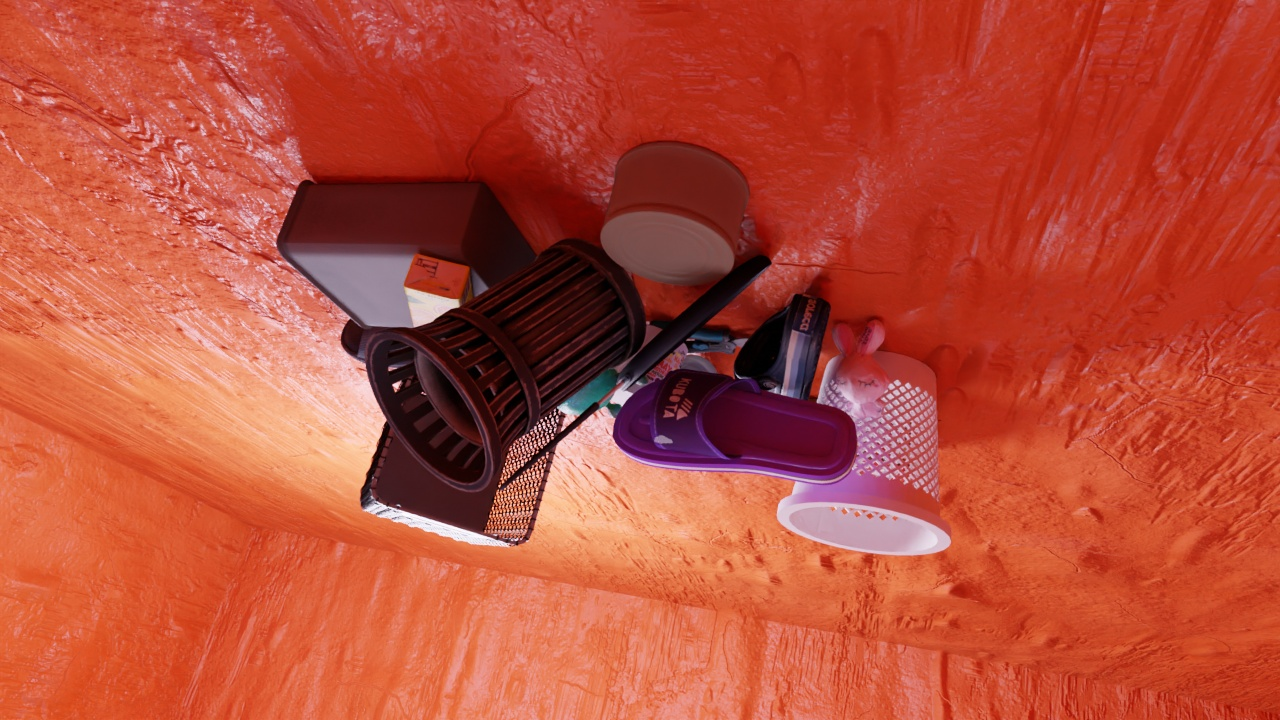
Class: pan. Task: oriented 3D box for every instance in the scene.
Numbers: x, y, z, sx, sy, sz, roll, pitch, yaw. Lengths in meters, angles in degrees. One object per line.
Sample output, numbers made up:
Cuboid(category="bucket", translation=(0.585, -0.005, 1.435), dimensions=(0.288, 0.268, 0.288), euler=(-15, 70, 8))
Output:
Cuboid(category="pan", translation=(-0.004, 0.007, 0.897), dimensions=(0.021, 0.355, 0.199), euler=(49, 157, 2))

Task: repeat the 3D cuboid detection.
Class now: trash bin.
Cuboid(category="trash bin", translation=(-0.115, -0.009, 0.871), dimensions=(0.164, 0.226, 0.164), euler=(28, 137, 29))
Cuboid(category="trash bin", translation=(0.276, 0.107, 1.096), dimensions=(0.195, 0.199, 0.196), euler=(11, 157, 5))
Cuboid(category="trash bin", translation=(-0.246, -0.111, 1.013), dimensions=(0.220, 0.097, 0.192), euler=(3, 155, 19))

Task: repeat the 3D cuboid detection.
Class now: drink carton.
Cuboid(category="drink carton", translation=(-0.205, -0.056, 0.950), dimensions=(0.058, 0.042, 0.135), euler=(14, 155, -1))

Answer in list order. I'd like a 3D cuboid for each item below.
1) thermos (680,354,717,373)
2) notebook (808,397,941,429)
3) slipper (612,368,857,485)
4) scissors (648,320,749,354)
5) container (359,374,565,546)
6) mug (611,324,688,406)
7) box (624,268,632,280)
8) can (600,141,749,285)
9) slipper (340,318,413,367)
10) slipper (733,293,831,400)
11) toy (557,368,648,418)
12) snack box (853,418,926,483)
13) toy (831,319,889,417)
Cuboid(category="thermos", translation=(0.085, 0.065, 1.255), dimensions=(0.082, 0.082, 0.231), euler=(7, 161, 14))
Cuboid(category="notebook", translation=(0.293, 0.098, 1.302), dimensions=(0.250, 0.014, 0.178), euler=(4, 155, 20))
Cuboid(category="slipper", translation=(0.093, 0.062, 0.974), dimensions=(0.267, 0.107, 0.084), euler=(8, 154, 21))
Cuboid(category="scissors", translation=(0.076, -0.026, 1.128), dimensions=(0.124, 0.019, 0.157), euler=(27, 154, -27))
Cuboid(category="container", translation=(-0.294, 0.153, 1.458), dimensions=(0.247, 0.245, 0.244), euler=(21, 159, -19))
Cuboid(category="mug", translation=(-0.007, 0.007, 1.126), dimensions=(0.105, 0.089, 0.073), euler=(22, 162, 10))
Cuboid(category="box", translation=(-0.082, -0.040, 1.038), dimensions=(0.128, 0.136, 0.108), euler=(7, 154, 11))
Cuboid(category="can", translation=(0.031, -0.132, 0.844), dimensions=(0.128, 0.073, 0.128), euler=(11, 157, 5))
Cuboid(category="slipper", translation=(-0.267, -0.052, 1.172), dimensions=(0.264, 0.101, 0.083), euler=(1, 147, 12))
Cuboid(category="slipper", translation=(0.157, -0.002, 1.044), dimensions=(0.095, 0.105, 0.253), euler=(14, 154, 7))
Cuboid(category="toy", translation=(-0.089, 0.036, 1.026), dimensions=(0.193, 0.072, 0.131), euler=(0, 143, -34))
Cuboid(category="snack box", translation=(0.268, 0.120, 1.268), dimensions=(0.236, 0.060, 0.113), euler=(14, 155, -1))
Cuboid(category="toy", translation=(0.243, 0.009, 1.016), dimensions=(0.047, 0.110, 0.064), euler=(3, 170, -42))
